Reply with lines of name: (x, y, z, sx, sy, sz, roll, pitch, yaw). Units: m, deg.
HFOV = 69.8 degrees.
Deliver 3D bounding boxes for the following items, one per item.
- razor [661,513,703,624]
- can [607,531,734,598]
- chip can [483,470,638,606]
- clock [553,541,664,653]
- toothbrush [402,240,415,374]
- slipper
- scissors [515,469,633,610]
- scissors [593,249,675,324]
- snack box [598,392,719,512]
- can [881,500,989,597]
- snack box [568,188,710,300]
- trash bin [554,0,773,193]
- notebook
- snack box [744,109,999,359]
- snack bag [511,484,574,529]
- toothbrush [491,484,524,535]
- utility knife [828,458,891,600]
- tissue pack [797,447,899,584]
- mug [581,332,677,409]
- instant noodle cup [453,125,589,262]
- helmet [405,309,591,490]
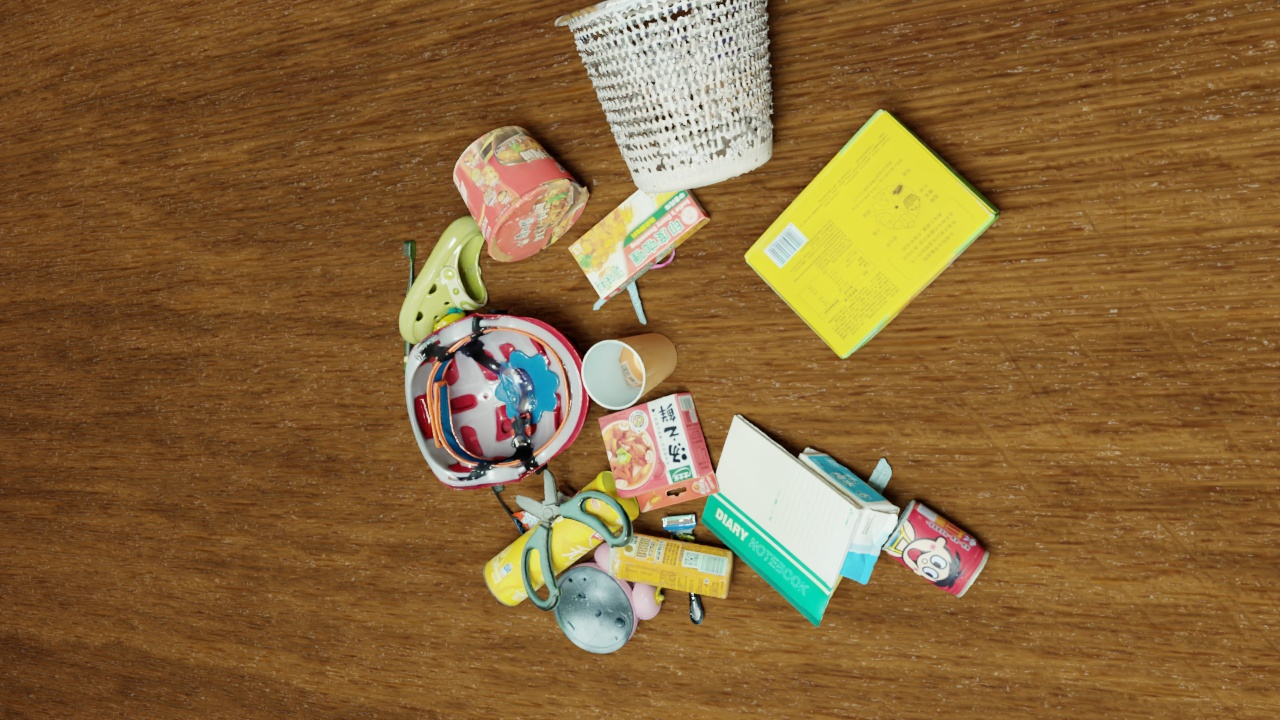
razor: (0.061, 0.259, 1.142, 0.043, 0.022, 0.143, -9, 95, 15)
can: (0.037, 0.245, 1.103, 0.146, 0.058, 0.058, 8, 104, 11)
chip can: (-0.103, 0.227, 1.167, 0.214, 0.072, 0.072, -39, 83, 18)
clock: (-0.037, 0.299, 1.175, 0.159, 0.059, 0.117, -44, 80, 27)
toothbrush: (-0.318, -0.071, 1.253, 0.017, 0.012, 0.186, 13, 106, 28)
slipper: (-0.239, -0.092, 1.172, 0.081, 0.091, 0.191, 34, 109, 12)
scissors: (-0.093, 0.225, 1.111, 0.170, 0.019, 0.179, 16, 91, 28)
scissors: (-0.011, -0.108, 1.100, 0.135, 0.017, 0.133, -20, 88, 22)
snack box: (0.021, 0.114, 1.107, 0.113, 0.044, 0.127, -20, 82, 26)
can: (0.317, 0.203, 0.987, 0.094, 0.066, 0.067, 33, 112, 15)
snack box: (-0.003, -0.147, 1.068, 0.156, 0.027, 0.077, -37, 78, 17)
trash bin: (0.046, -0.284, 0.945, 0.228, 0.226, 0.192, -6, 110, 26)
notebook: (0.151, 0.174, 1.030, 0.209, 0.012, 0.150, 38, 120, 47)
snack box: (0.237, -0.129, 0.954, 0.157, 0.069, 0.210, 47, 115, 9)
snack bag: (-0.122, 0.198, 1.209, 0.104, 0.026, 0.048, -36, 108, 26)
toothbrush: (-0.158, 0.233, 1.243, 0.016, 0.014, 0.189, -30, 88, 3)
utility knife: (0.239, 0.204, 1.056, 0.031, 0.022, 0.213, 26, 106, 11)
tissue pack: (0.214, 0.168, 1.009, 0.140, 0.063, 0.090, 41, 118, 45)
mug: (-0.006, 0.006, 1.064, 0.078, 0.122, 0.078, 5, 101, 23)
instant noodle cup: (-0.150, -0.200, 1.087, 0.138, 0.137, 0.108, -44, 73, 25)
helmet: (-0.158, 0.039, 1.133, 0.240, 0.143, 0.207, -16, 93, 15)
